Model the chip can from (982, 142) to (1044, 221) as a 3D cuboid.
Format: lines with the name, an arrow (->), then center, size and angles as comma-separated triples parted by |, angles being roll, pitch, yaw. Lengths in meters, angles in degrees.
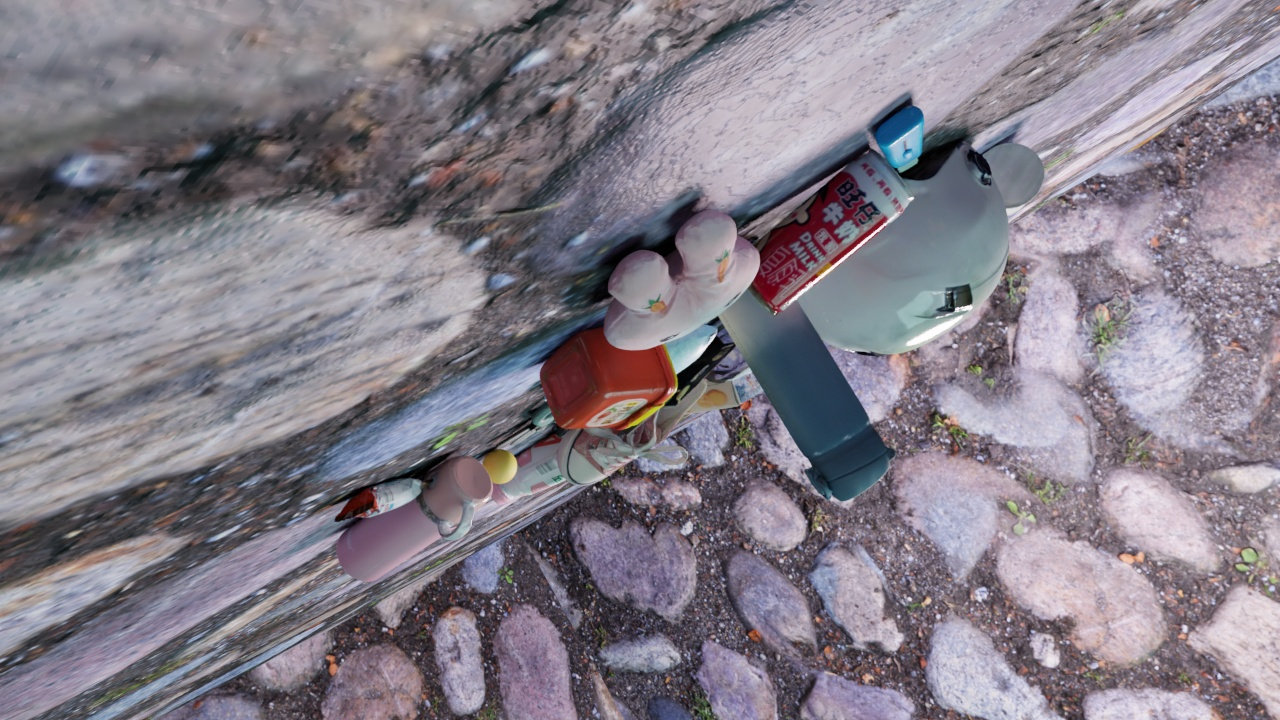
chip can -> 0.424, -0.201, 1.089 | 0.071, 0.071, 0.214 | -32, 173, 14

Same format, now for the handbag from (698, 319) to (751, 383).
handbag -> 0.159, -0.038, 1.125 | 0.134, 0.075, 0.193 | -36, 170, 33

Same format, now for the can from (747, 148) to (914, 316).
can -> 0.135, -0.095, 0.683 | 0.133, 0.053, 0.053 | -40, 170, 14

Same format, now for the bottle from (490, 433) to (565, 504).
bottle -> -0.116, 0.135, 1.243 | 0.197, 0.068, 0.068 | -29, 173, 10

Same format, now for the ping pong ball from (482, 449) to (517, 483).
ping pong ball -> -0.163, 0.123, 1.062 | 0.040, 0.040, 0.040 | -30, 173, -4

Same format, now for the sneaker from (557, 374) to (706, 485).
sneaker -> -0.013, 0.089, 1.131 | 0.242, 0.118, 0.087 | -39, -152, 22

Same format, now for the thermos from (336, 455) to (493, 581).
thermos -> -0.236, 0.174, 0.959 | 0.199, 0.087, 0.067 | -33, 137, 30

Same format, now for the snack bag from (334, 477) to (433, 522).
snack bag -> -0.241, 0.129, 0.866 | 0.048, 0.026, 0.104 | -20, 176, 19

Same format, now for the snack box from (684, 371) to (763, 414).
snack box -> 0.100, 0.032, 1.267 | 0.178, 0.046, 0.182 | -12, -174, 38

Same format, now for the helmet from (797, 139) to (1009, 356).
helmet -> 0.264, -0.091, 0.902 | 0.257, 0.146, 0.230 | -24, 170, -44

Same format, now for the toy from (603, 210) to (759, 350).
toy -> 0.024, -0.050, 0.616 | 0.121, 0.054, 0.159 | -32, 168, 2

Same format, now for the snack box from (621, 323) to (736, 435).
snack box -> 0.031, 0.017, 0.983 | 0.113, 0.053, 0.126 | -43, 178, -30

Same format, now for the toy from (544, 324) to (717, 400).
toy -> -0.005, 0.005, 0.873 | 0.162, 0.050, 0.155 | -24, 178, 33

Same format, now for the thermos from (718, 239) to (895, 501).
thermos -> 0.126, 0.009, 0.750 | 0.070, 0.220, 0.070 | -30, 175, -3

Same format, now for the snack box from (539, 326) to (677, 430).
snack box -> -0.029, 0.012, 0.737 | 0.080, 0.082, 0.091 | -6, 157, -40

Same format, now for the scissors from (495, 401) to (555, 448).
scissors -> -0.087, 0.051, 0.978 | 0.175, 0.019, 0.176 | -29, 173, -4

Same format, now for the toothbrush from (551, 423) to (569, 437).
toothbrush -> -0.053, 0.047, 1.086 | 0.014, 0.018, 0.190 | -20, 166, -46

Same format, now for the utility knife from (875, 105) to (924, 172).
utility knife -> 0.201, -0.161, 0.697 | 0.034, 0.018, 0.204 | -33, 173, 18
